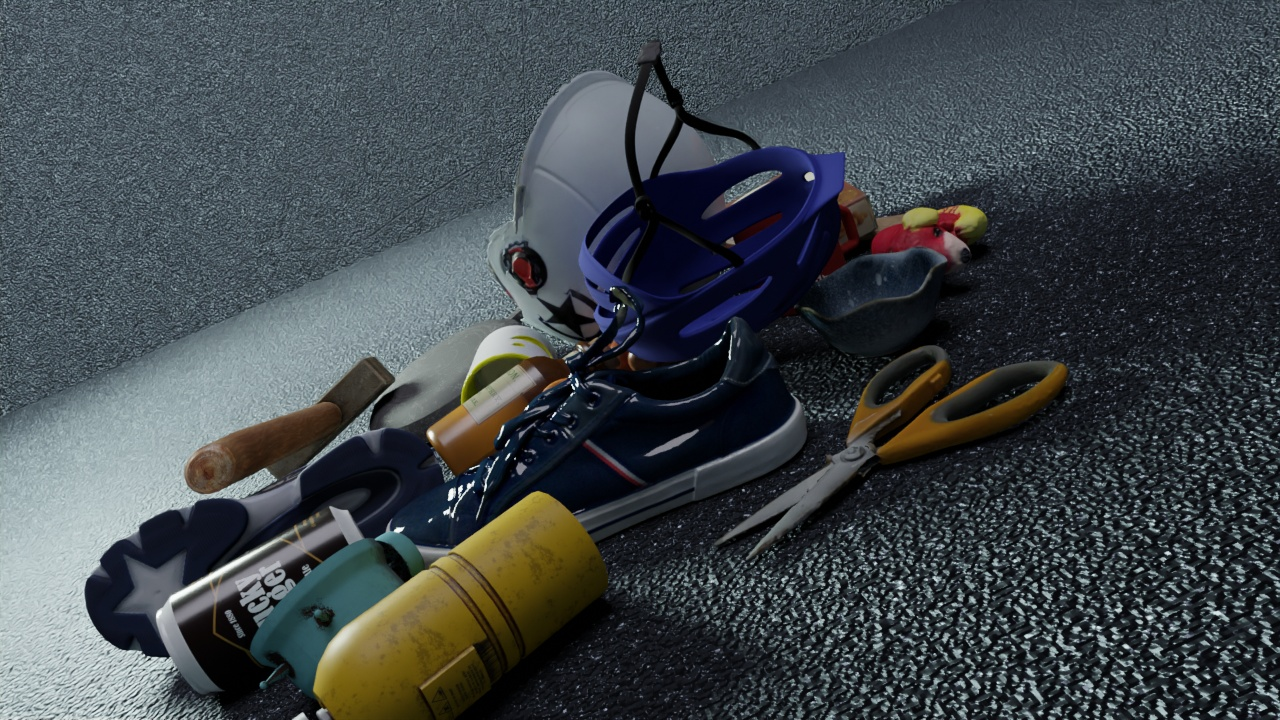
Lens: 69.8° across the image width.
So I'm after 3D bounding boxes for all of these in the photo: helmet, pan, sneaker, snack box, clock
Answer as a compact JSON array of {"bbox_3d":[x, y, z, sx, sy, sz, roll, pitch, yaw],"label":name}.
[{"bbox_3d":[0.024,-0.107,0.657,0.242,0.227,0.147,-19,41,32],"label":"helmet"},{"bbox_3d":[-0.154,-0.030,0.995,0.355,0.040,0.208,-46,26,-28],"label":"pan"},{"bbox_3d":[-0.049,0.045,0.605,0.295,0.127,0.120,-22,20,9],"label":"sneaker"},{"bbox_3d":[-0.280,0.133,0.715,0.269,0.103,0.132,-26,3,-9],"label":"sneaker"},{"bbox_3d":[-0.006,-0.124,0.852,0.164,0.264,0.235,24,54,22],"label":"helmet"},{"bbox_3d":[0.147,-0.141,0.950,0.143,0.041,0.147,-28,29,1],"label":"snack box"},{"bbox_3d":[-0.168,0.147,0.535,0.090,0.053,0.124,-51,-11,11],"label":"clock"}]

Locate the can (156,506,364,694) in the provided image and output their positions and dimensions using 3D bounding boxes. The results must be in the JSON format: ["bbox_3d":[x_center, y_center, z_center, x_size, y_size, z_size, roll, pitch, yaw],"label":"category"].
[{"bbox_3d":[-0.238,0.155,0.602,0.128,0.072,0.072,-30,19,-18],"label":"can"}]

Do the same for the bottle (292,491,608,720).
[{"bbox_3d":[-0.099,0.142,0.474,0.163,0.071,0.071,-34,21,-30],"label":"bottle"}]

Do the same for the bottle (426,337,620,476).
[{"bbox_3d":[-0.086,0.037,0.723,0.156,0.068,0.068,-37,21,-12],"label":"bottle"}]

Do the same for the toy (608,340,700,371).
[{"bbox_3d":[-0.005,0.005,0.788,0.128,0.065,0.094,-29,11,13],"label":"toy"}]

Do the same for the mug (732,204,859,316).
[{"bbox_3d":[0.148,-0.110,0.842,0.116,0.096,0.080,-30,19,-19],"label":"mug"}]

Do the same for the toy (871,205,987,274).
[{"bbox_3d":[0.234,-0.098,0.769,0.106,0.067,0.137,-18,10,28],"label":"toy"}]

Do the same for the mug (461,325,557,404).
[{"bbox_3d":[-0.113,0.020,0.818,0.082,0.082,0.106,-23,17,2],"label":"mug"}]

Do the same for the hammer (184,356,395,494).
[{"bbox_3d":[-0.323,0.072,0.819,0.158,0.037,0.300,-43,4,2],"label":"hammer"}]

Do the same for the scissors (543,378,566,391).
[{"bbox_3d":[-0.010,0.048,0.691,0.133,0.083,0.012,-4,-20,-17],"label":"scissors"}]

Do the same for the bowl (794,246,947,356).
[{"bbox_3d":[0.173,-0.037,0.673,0.110,0.055,0.110,-21,18,7],"label":"bowl"}]

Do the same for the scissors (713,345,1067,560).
[{"bbox_3d":[0.135,0.047,0.548,0.225,0.016,0.166,-27,18,-6],"label":"scissors"}]

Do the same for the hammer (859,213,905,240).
[{"bbox_3d":[0.145,-0.130,0.994,0.332,0.031,0.119,-5,38,41],"label":"hammer"}]
